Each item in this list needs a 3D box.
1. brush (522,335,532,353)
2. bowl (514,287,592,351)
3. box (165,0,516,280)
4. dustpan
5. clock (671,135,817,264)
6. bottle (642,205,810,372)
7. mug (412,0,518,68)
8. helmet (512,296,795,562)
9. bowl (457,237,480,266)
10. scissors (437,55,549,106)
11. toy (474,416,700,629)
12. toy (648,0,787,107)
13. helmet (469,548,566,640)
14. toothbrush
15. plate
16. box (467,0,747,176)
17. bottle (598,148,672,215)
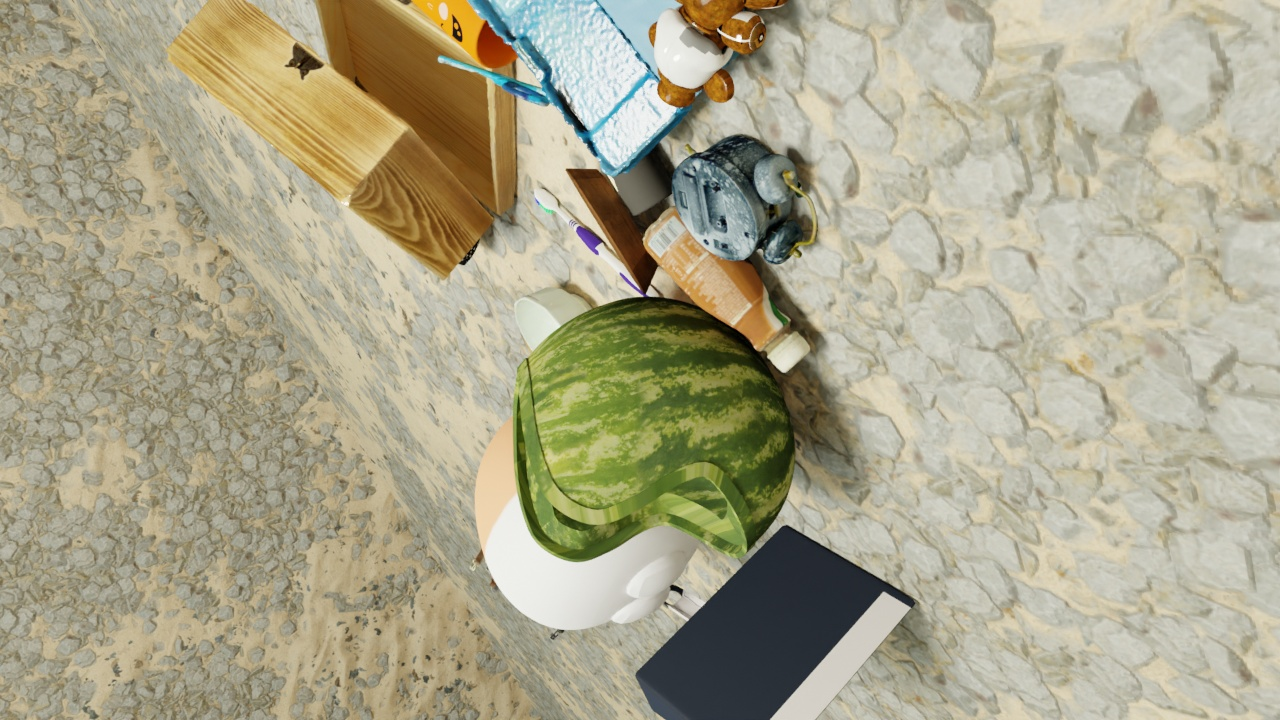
[{"bbox_3d":[-0.080,0.028,1.166,0.195,0.043,0.059,52,154,-2],"label":"brush"},{"bbox_3d":[-0.088,-0.039,1.071,0.117,0.061,0.118,39,152,25],"label":"bowl"},{"bbox_3d":[-0.274,-0.267,0.978,0.279,0.220,0.259,37,174,16],"label":"box"},{"bbox_3d":[0.109,0.289,0.968,0.273,0.235,0.080,26,146,43],"label":"dustpan"},{"bbox_3d":[0.080,-0.120,0.697,0.129,0.052,0.090,30,147,39],"label":"clock"},{"bbox_3d":[0.076,-0.060,0.774,0.167,0.059,0.059,48,154,7],"label":"bottle"},{"bbox_3d":[-0.138,-0.310,0.804,0.096,0.078,0.112,45,-175,14],"label":"mug"},{"bbox_3d":[0.012,0.060,0.828,0.214,0.247,0.243,111,154,-64],"label":"helmet"},{"bbox_3d":[-0.241,-0.180,1.123,0.120,0.066,0.120,41,-173,-6],"label":"bowl"},{"bbox_3d":[-0.113,-0.237,0.787,0.137,0.127,0.012,19,110,-6],"label":"scissors"},{"bbox_3d":[-0.060,0.157,1.045,0.280,0.265,0.264,54,146,26],"label":"toy"},{"bbox_3d":[0.042,-0.220,0.603,0.087,0.067,0.113,45,149,14],"label":"toy"},{"bbox_3d":[-0.131,0.264,1.334,0.193,0.235,0.225,14,134,31],"label":"helmet"},{"bbox_3d":[-0.047,-0.120,0.953,0.186,0.015,0.016,43,158,17],"label":"toothbrush"},{"bbox_3d":[-0.023,-0.125,0.840,0.131,0.025,0.131,58,-179,-3],"label":"plate"},{"bbox_3d":[-0.036,-0.273,0.673,0.175,0.033,0.231,-35,93,42],"label":"box"},{"bbox_3d":[-0.035,-0.212,0.776,0.184,0.045,0.045,57,154,-12],"label":"bottle"}]
